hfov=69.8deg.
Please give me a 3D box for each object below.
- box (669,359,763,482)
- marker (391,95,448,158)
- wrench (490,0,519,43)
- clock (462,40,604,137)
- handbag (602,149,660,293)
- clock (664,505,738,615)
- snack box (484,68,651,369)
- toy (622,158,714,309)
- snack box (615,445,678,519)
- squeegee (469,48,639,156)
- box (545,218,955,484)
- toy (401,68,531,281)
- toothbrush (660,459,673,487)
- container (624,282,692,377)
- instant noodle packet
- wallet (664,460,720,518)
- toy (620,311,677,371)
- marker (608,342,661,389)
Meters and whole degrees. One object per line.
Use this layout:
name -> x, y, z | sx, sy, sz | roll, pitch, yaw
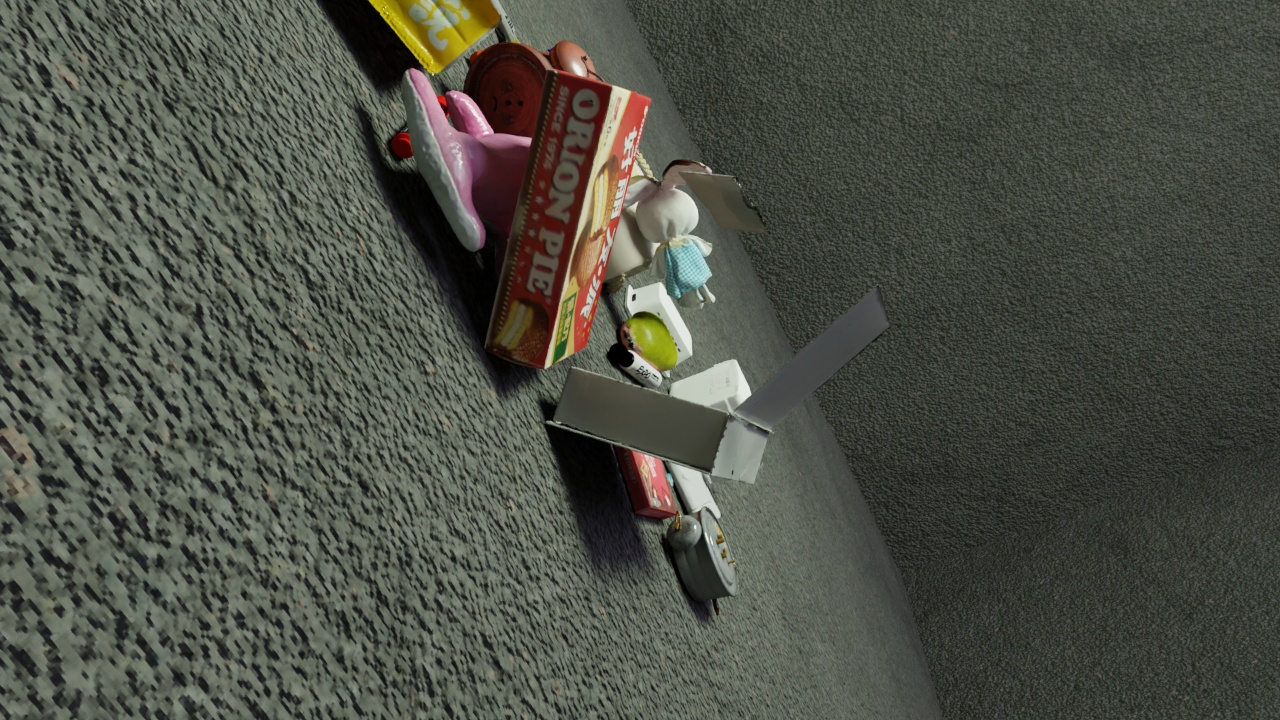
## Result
box -> 0.115, 0.095, 1.267 | 0.137, 0.109, 0.124 | 57, 18, -27
marker -> -0.193, -0.207, 0.815 | 0.144, 0.021, 0.023 | -87, 179, -61
wrench -> -0.160, -0.401, 1.213 | 0.273, 0.018, 0.083 | 67, 7, 28
clock -> -0.104, -0.265, 0.948 | 0.072, 0.158, 0.121 | -26, 120, -57
handbag -> -0.050, -0.210, 1.217 | 0.211, 0.103, 0.208 | 60, 23, -22
clock -> 0.068, 0.209, 1.015 | 0.103, 0.056, 0.148 | -99, 162, -45
snack box -> -0.061, -0.118, 0.780 | 0.113, 0.060, 0.236 | -34, 142, -72
toy -> 0.048, -0.158, 1.157 | 0.105, 0.131, 0.205 | -93, 162, -63
snack box -> -0.001, 0.105, 1.002 | 0.089, 0.021, 0.133 | 33, 36, -65
squeegee -> -0.122, -0.345, 1.113 | 0.184, 0.055, 0.249 | 1, 43, -40
box -> 0.112, 0.022, 0.839 | 0.150, 0.369, 0.166 | 70, 14, 16
toy -> -0.113, -0.173, 0.825 | 0.265, 0.128, 0.186 | -12, 81, -76
toothbrush -> 0.021, 0.100, 1.102 | 0.021, 0.017, 0.134 | 54, 19, -45
container -> 0.029, -0.050, 1.307 | 0.129, 0.050, 0.080 | 59, 16, -24
instant noodle packet -> -0.214, -0.356, 0.842 | 0.163, 0.084, 0.221 | 48, 4, -24
wallet -> 0.065, 0.152, 1.149 | 0.116, 0.032, 0.086 | 67, 17, 4
toy -> 0.009, -0.028, 1.197 | 0.090, 0.051, 0.110 | 67, 17, 15
marker -> -0.007, 0.007, 1.136 | 0.126, 0.025, 0.025 | 39, 30, -61
